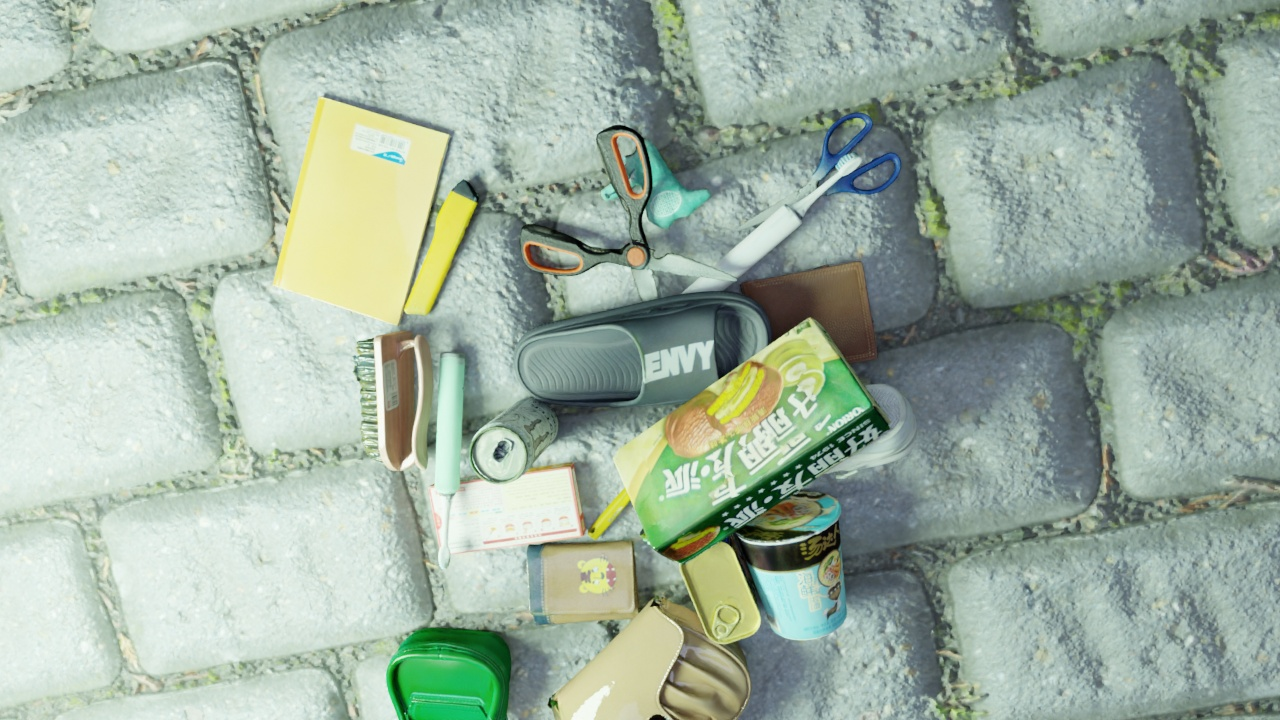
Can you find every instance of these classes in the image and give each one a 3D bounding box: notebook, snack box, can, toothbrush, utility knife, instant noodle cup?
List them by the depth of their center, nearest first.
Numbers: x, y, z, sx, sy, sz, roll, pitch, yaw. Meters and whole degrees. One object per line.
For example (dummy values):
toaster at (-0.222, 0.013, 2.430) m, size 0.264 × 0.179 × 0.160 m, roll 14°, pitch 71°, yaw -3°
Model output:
snack box at (0.098, 0.076, 0.853) m, size 0.240 × 0.063 × 0.114 m, roll -35°, pitch 52°, yaw 12°
can at (-0.122, 0.077, 0.899) m, size 0.058 × 0.146 × 0.058 m, roll 1°, pitch 97°, yaw 5°
toothbrush at (0.128, -0.126, 0.902) m, size 0.221 × 0.026 × 0.026 m, roll -41°, pitch 48°, yaw 13°
instant noodle cup at (0.158, 0.207, 0.916) m, size 0.111 × 0.111 × 0.120 m, roll -14°, pitch 103°, yaw 7°
can at (0.081, 0.220, 0.929) m, size 0.057 × 0.083 × 0.102 m, roll -22°, pitch 95°, yaw 8°
toothbrush at (0.003, 0.115, 0.943) m, size 0.190 × 0.016 × 0.015 m, roll -51°, pitch 61°, yaw 18°
toothbrush at (-0.199, 0.102, 0.950) m, size 0.026 × 0.027 × 0.224 m, roll 3°, pitch 85°, yaw -22°
utility knife at (-0.207, -0.115, 0.950) m, size 0.033 × 0.015 × 0.154 m, roll 27°, pitch 100°, yaw 8°
notebook at (-0.292, -0.154, 0.956) m, size 0.146 × 0.010 × 0.206 m, roll 17°, pitch 98°, yaw 4°
snack box at (-0.141, 0.157, 0.972) m, size 0.156 × 0.027 × 0.077 m, roll -9°, pitch 96°, yaw 6°

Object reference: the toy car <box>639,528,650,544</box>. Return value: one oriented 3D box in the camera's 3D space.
toy car at (0.041, 0.162, 0.946) m, size 0.091 × 0.043 × 0.036 m, roll -29°, pitch 94°, yaw 9°

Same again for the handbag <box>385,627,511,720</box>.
handbag at (-0.203, 0.352, 0.981) m, size 0.131 × 0.068 × 0.120 m, roll 0°, pitch 98°, yaw 6°

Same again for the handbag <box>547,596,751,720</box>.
handbag at (0.011, 0.351, 0.944) m, size 0.148 × 0.099 × 0.204 m, roll 44°, pitch 95°, yaw -4°

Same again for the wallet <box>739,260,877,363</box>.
wallet at (0.169, -0.041, 0.916) m, size 0.124 × 0.032 × 0.101 m, roll -10°, pitch 93°, yaw 6°

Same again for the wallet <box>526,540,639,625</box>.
wallet at (-0.061, 0.236, 0.972) m, size 0.115 × 0.033 × 0.090 m, roll -4°, pitch 97°, yaw 3°

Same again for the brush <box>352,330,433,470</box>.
brush at (-0.251, 0.044, 0.950) m, size 0.073 × 0.063 × 0.146 m, roll 2°, pitch 98°, yaw 16°

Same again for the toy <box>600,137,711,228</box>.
toy at (0.010, -0.174, 0.916) m, size 0.097 × 0.030 × 0.092 m, roll -32°, pitch 88°, yaw 16°

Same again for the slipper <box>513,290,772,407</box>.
slipper at (-0.005, 0.005, 0.892) m, size 0.268 × 0.083 × 0.111 m, roll -7°, pitch 111°, yaw 16°

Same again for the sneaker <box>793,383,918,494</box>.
sneaker at (0.155, 0.082, 0.914) m, size 0.243 × 0.090 × 0.089 m, roll -13°, pitch 61°, yaw 24°

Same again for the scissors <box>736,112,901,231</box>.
scissors at (0.181, -0.164, 0.908) m, size 0.140 × 0.012 × 0.171 m, roll 22°, pitch 101°, yaw 2°

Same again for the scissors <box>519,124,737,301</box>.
scissors at (-0.016, -0.120, 0.912) m, size 0.235 × 0.021 × 0.221 m, roll 5°, pitch 107°, yaw 16°
